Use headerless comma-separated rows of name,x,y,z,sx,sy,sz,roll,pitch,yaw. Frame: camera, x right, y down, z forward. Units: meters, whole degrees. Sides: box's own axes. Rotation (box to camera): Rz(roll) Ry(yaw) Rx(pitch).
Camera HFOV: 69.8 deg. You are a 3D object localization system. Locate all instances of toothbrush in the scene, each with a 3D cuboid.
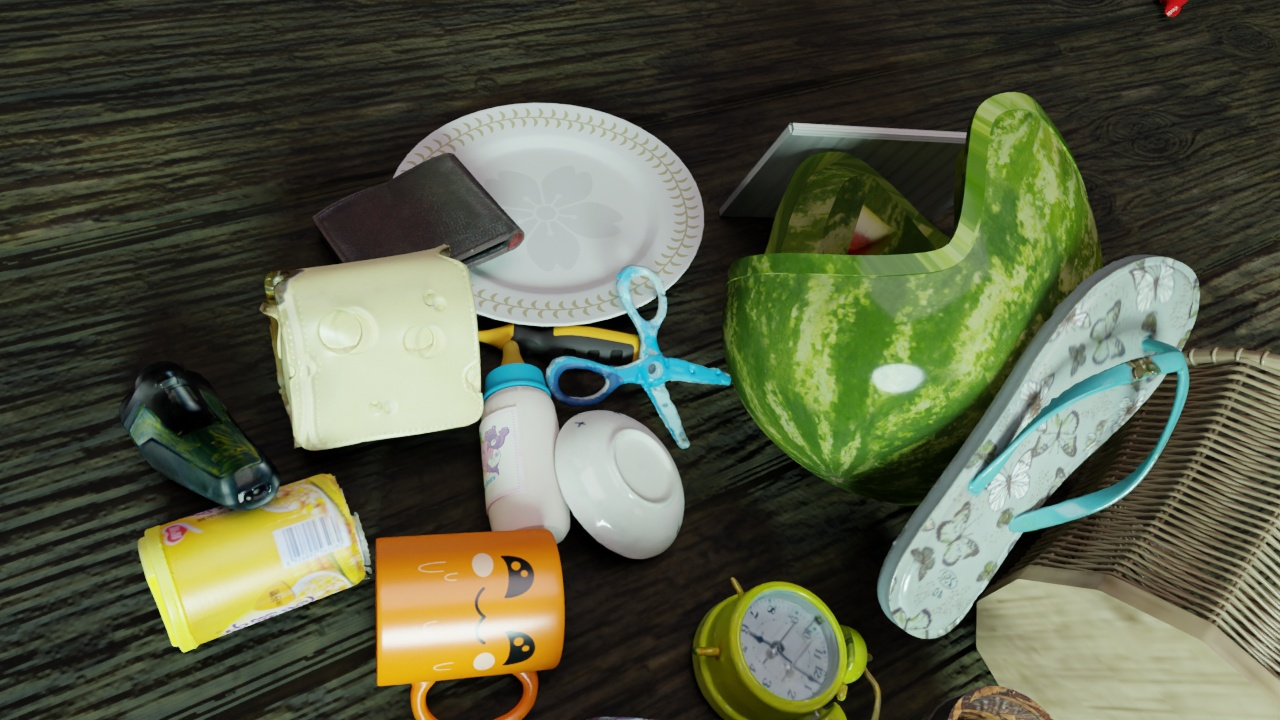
toothbrush,-0.087,-0.015,0.646,0.196,0.031,0.030,5,47,-8

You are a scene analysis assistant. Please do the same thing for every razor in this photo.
razor,-0.246,0.042,0.513,0.053,0.067,0.151,-30,32,-32

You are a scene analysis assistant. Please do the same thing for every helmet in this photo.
helmet,0.179,-0.024,0.608,0.243,0.214,0.246,48,67,-22

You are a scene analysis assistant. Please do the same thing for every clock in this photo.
clock,0.089,0.182,0.545,0.119,0.057,0.083,32,53,-1

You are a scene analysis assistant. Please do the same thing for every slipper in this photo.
slipper,0.229,0.043,0.497,0.268,0.055,0.098,-46,119,-8

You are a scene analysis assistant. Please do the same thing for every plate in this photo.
plate,-0.006,0.072,0.582,0.104,0.026,0.104,30,40,-29
plate,-0.072,-0.117,0.712,0.242,0.016,0.242,3,53,-4

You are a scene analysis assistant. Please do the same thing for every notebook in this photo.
notebook,0.187,-0.149,0.747,0.209,0.143,0.009,-2,74,-17

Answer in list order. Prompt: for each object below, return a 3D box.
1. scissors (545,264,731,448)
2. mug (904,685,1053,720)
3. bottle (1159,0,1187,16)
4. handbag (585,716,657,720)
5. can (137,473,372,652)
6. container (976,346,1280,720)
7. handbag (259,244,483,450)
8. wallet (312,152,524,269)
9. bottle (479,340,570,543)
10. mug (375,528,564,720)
scissors,-0.005,0.004,0.638,0.137,0.011,0.134,-23,92,-18
mug,0.179,0.245,0.494,0.080,0.107,0.115,-8,59,-21
bottle,0.689,-0.479,1.183,0.036,0.036,0.118,27,54,3
handbag,0.022,0.281,0.405,0.222,0.126,0.204,16,58,-10
can,-0.208,0.108,0.501,0.104,0.068,0.067,-18,63,-26
container,0.339,0.139,0.551,0.227,0.227,0.195,44,63,15
handbag,-0.165,-0.009,0.562,0.119,0.111,0.081,-10,33,-23
wallet,-0.160,-0.093,0.656,0.119,0.031,0.099,-29,59,-22
bottle,-0.078,0.048,0.590,0.051,0.051,0.146,-1,57,-17
mug,-0.096,0.152,0.507,0.096,0.078,0.112,0,88,-16
